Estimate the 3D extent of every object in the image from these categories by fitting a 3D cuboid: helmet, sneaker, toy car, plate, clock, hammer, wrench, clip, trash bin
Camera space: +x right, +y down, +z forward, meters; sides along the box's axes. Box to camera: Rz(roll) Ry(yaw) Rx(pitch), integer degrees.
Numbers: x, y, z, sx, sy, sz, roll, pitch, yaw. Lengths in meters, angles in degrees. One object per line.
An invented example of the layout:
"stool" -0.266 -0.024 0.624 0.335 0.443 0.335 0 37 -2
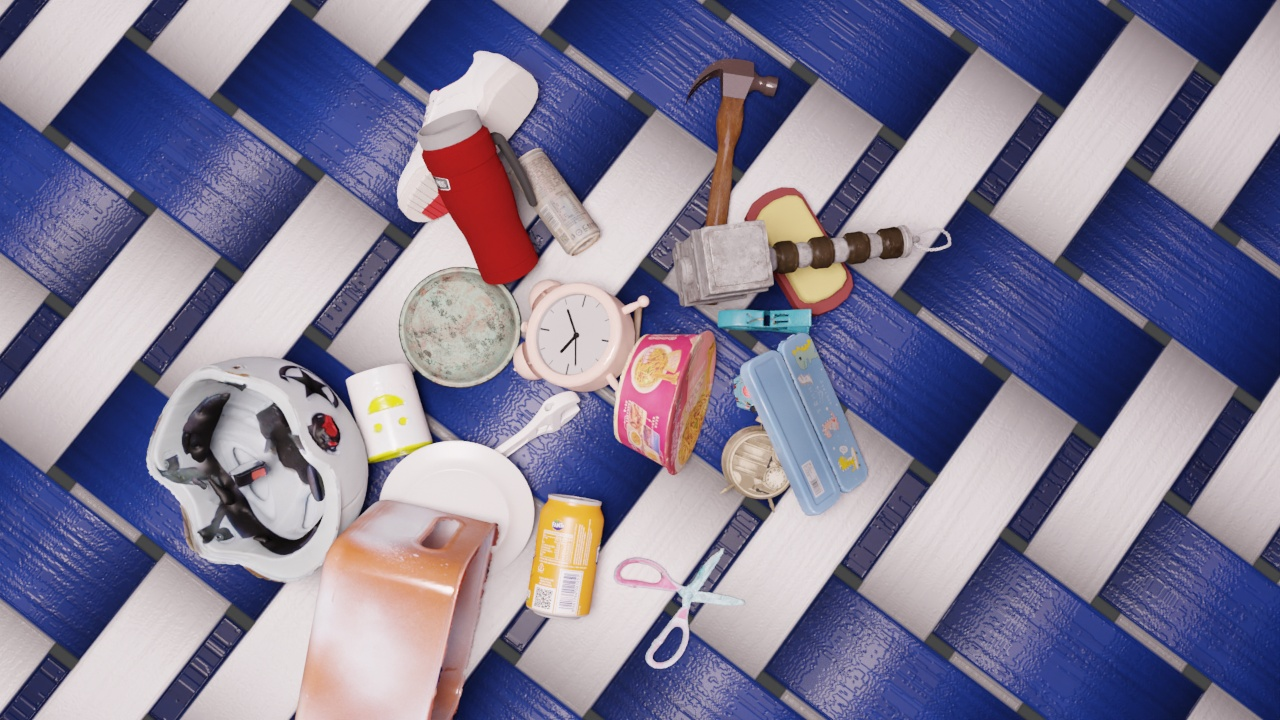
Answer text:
"helmet" -0.421 0.118 1.080 0.264 0.163 0.237 47 114 6
"sneaker" -0.242 -0.292 1.171 0.104 0.090 0.236 39 94 24
"toy car" 0.175 0.033 1.172 0.108 0.027 0.060 -8 85 -2
"plate" -0.225 0.190 1.123 0.188 0.016 0.189 -1 105 -5
"clock" 0.156 0.112 1.149 0.093 0.054 0.141 19 90 1
"clock" -0.073 -0.027 1.148 0.161 0.086 0.131 12 85 18
"hammer" 0.205 -0.128 1.097 0.326 0.177 0.079 -8 90 -9
"hammer" 0.104 -0.233 1.193 0.115 0.033 0.323 8 86 -2
"wrench" -0.188 0.126 1.144 0.273 0.066 0.018 -36 69 1
"clip" 0.159 -0.049 1.175 0.120 0.104 0.027 3 81 6
"trash bin" -0.275 0.303 1.041 0.157 0.181 0.260 15 102 2

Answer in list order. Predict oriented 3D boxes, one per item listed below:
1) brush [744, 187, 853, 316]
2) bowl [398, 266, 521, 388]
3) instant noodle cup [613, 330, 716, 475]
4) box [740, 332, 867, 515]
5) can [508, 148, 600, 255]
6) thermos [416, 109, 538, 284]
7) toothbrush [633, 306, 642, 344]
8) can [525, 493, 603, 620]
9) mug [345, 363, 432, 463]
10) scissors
"brush" 0.205 -0.141 1.181 0.082 0.042 0.173 -30 86 -4
"bowl" -0.232 -0.044 1.164 0.157 0.038 0.157 0 85 -1
"instant noodle cup" 0.027 0.042 1.107 0.078 0.178 0.178 14 85 16
"box" 0.208 0.076 1.134 0.125 0.021 0.209 -26 94 -32
"can" -0.109 -0.201 1.173 0.054 0.054 0.135 -36 86 -4
"thermos" -0.184 -0.201 1.113 0.108 0.084 0.199 -33 124 -19
"toothbrush" -0.007 0.007 1.177 0.016 0.016 0.166 4 86 -1
"can" -0.091 0.239 1.123 0.079 0.079 0.142 9 85 -1
"mug" -0.311 0.065 1.132 0.082 0.082 0.106 -17 84 -3
"scissors" 0.045 0.311 1.155 0.170 0.014 0.173 10 83 -4
